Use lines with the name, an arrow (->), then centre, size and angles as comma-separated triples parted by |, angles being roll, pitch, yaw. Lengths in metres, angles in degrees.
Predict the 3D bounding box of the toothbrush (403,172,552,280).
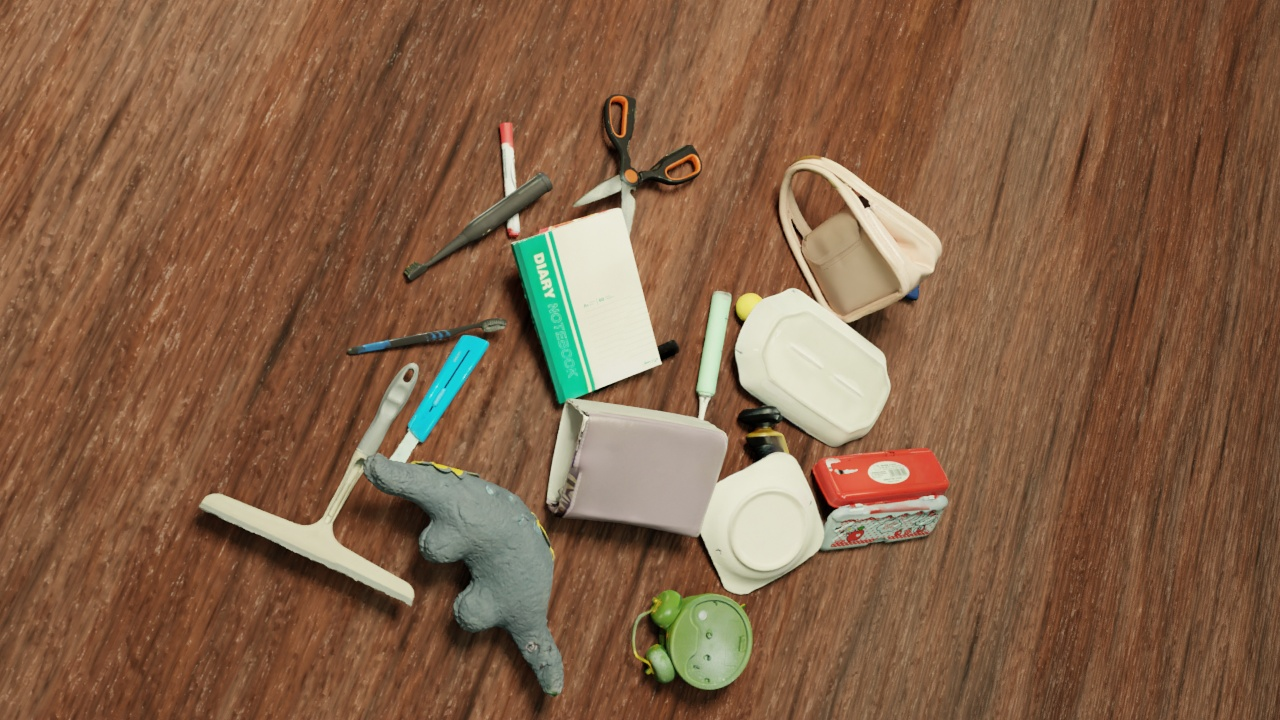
toothbrush -> -0.198, -0.163, 1.121 | 0.212, 0.026, 0.027 | -38, 60, -14

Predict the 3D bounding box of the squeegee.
squeegee -> -0.317, 0.111, 1.041 | 0.246, 0.039, 0.246 | 30, 70, -15

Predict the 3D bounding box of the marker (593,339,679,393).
marker -> -0.007, 0.007, 1.196 | 0.131, 0.020, 0.022 | -25, 110, -23

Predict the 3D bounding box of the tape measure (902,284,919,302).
tape measure -> 0.393, -0.119, 1.378 | 0.058, 0.025, 0.054 | 17, 76, -25

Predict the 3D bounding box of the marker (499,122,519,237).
marker -> -0.165, -0.228, 1.158 | 0.017, 0.017, 0.145 | -3, 85, -23

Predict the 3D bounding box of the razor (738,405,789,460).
razor -> 0.186, 0.138, 1.248 | 0.067, 0.062, 0.167 | -29, 102, -48

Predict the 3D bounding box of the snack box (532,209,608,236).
snack box -> -0.081, -0.118, 1.165 | 0.127, 0.044, 0.113 | -21, 92, -24

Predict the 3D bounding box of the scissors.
scissors -> -0.010, -0.254, 1.206 | 0.220, 0.022, 0.230 | -12, 78, -33

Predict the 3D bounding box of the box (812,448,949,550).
box -> 0.336, 0.199, 1.308 | 0.201, 0.100, 0.112 | -3, 50, -22

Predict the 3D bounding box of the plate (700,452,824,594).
plate -> 0.164, 0.218, 1.208 | 0.163, 0.034, 0.164 | -27, 104, -11

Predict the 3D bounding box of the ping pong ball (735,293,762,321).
ping pong ball -> 0.151, -0.072, 1.261 | 0.040, 0.040, 0.040 | 3, 82, -23

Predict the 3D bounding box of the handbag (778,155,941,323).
handbag -> 0.276, -0.175, 1.254 | 0.093, 0.194, 0.234 | -40, 91, -24

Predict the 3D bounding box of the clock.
clock -> 0.064, 0.352, 1.164 | 0.161, 0.056, 0.116 | 10, 79, -22

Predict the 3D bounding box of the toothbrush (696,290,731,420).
toothbrush -> 0.093, 0.014, 1.233 | 0.026, 0.027, 0.224 | 8, 78, 14

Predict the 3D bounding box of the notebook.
notebook -> -0.064, -0.067, 1.136 | 0.150, 0.012, 0.209 | -22, 108, -22

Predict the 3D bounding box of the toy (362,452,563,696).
toy -> -0.171, 0.224, 1.052 | 0.137, 0.092, 0.356 | -44, 108, -42

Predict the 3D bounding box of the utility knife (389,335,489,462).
utility knife -> -0.247, 0.058, 1.088 | 0.034, 0.018, 0.209 | 34, 73, -16

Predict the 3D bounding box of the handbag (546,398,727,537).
handbag -> -0.007, 0.133, 1.137 | 0.196, 0.098, 0.145 | 11, 95, -23

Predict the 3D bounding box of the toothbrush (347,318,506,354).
toothbrush -> -0.250, -0.027, 1.087 | 0.189, 0.016, 0.014 | -12, 129, -17

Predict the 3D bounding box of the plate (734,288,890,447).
plate -> 0.250, 0.014, 1.270 | 0.265, 0.034, 0.162 | 34, 82, -23
